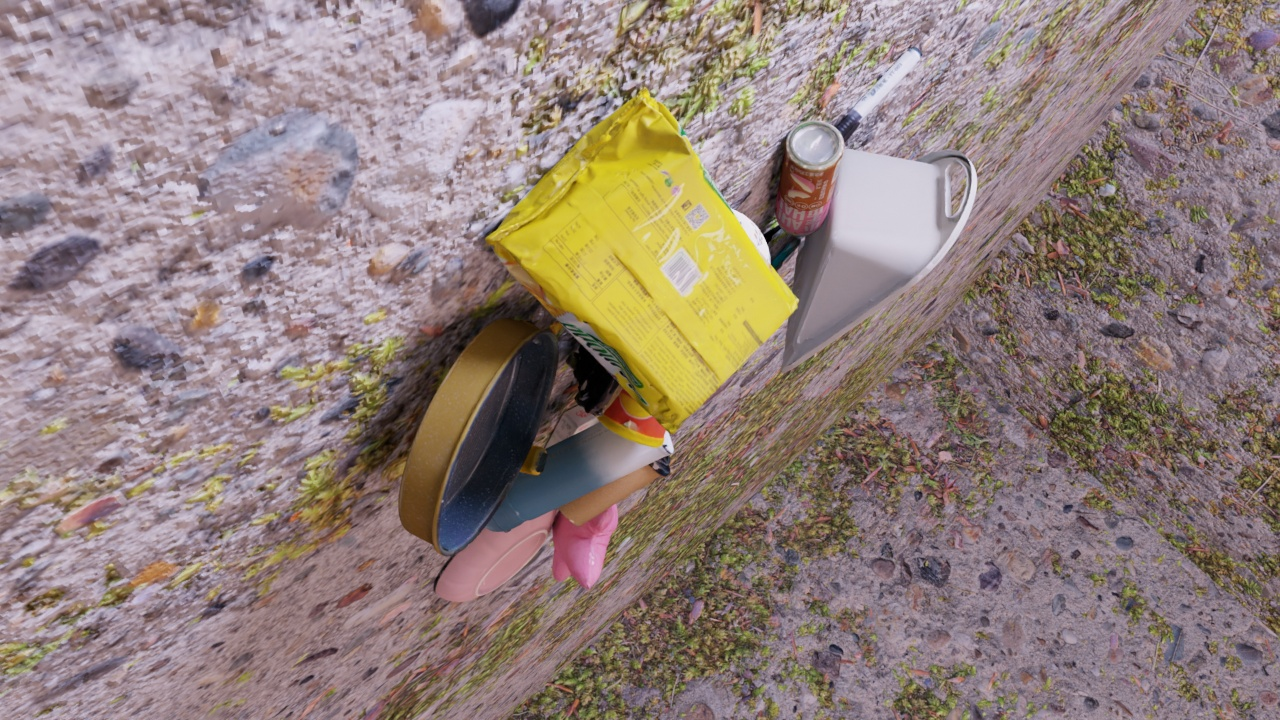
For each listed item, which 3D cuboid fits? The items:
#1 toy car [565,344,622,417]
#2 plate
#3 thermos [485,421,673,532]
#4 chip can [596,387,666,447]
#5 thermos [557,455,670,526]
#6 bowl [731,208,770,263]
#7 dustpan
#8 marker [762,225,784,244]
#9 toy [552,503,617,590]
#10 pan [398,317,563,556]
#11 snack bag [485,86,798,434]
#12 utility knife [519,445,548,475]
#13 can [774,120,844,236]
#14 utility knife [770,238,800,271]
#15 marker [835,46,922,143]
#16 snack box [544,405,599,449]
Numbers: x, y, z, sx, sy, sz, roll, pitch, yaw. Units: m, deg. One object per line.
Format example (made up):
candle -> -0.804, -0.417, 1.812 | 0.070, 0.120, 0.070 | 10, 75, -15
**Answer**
toy car -> -0.032, 0.001, 0.833 | 0.070, 0.042, 0.158 | -56, -162, 16
plate -> -0.178, 0.249, 1.190 | 0.192, 0.039, 0.193 | -41, 163, -15
thermos -> -0.075, 0.115, 0.970 | 0.221, 0.070, 0.070 | -26, 166, 10
chip can -> 0.031, -0.028, 0.873 | 0.217, 0.073, 0.073 | -66, 160, 6
thermos -> -0.034, 0.127, 1.075 | 0.143, 0.093, 0.093 | -39, 164, 8
bowl -> 0.071, -0.074, 0.796 | 0.113, 0.062, 0.114 | -13, 117, -28
dustpan -> 0.271, -0.128, 1.063 | 0.258, 0.142, 0.222 | 100, 4, -51
marker -> 0.144, -0.142, 1.075 | 0.123, 0.015, 0.018 | -36, 162, -36
toy -> -0.078, 0.234, 1.233 | 0.074, 0.178, 0.195 | 14, 134, -17
pan -> -0.077, -0.003, 0.756 | 0.198, 0.078, 0.356 | 82, 33, -75
snack bag -> 0.015, -0.064, 0.679 | 0.158, 0.068, 0.246 | -45, 130, -2
utility knife -> -0.115, 0.096, 0.877 | 0.174, 0.015, 0.033 | -5, -121, 67
can -> 0.174, -0.187, 0.959 | 0.058, 0.058, 0.147 | -42, 163, -11
utility knife -> 0.153, -0.099, 1.197 | 0.160, 0.013, 0.029 | -48, 163, 11
marker -> 0.252, -0.282, 0.983 | 0.131, 0.022, 0.018 | -46, 158, 7
snack box -> -0.082, 0.104, 1.097 | 0.084, 0.027, 0.157 | -28, 157, -45
